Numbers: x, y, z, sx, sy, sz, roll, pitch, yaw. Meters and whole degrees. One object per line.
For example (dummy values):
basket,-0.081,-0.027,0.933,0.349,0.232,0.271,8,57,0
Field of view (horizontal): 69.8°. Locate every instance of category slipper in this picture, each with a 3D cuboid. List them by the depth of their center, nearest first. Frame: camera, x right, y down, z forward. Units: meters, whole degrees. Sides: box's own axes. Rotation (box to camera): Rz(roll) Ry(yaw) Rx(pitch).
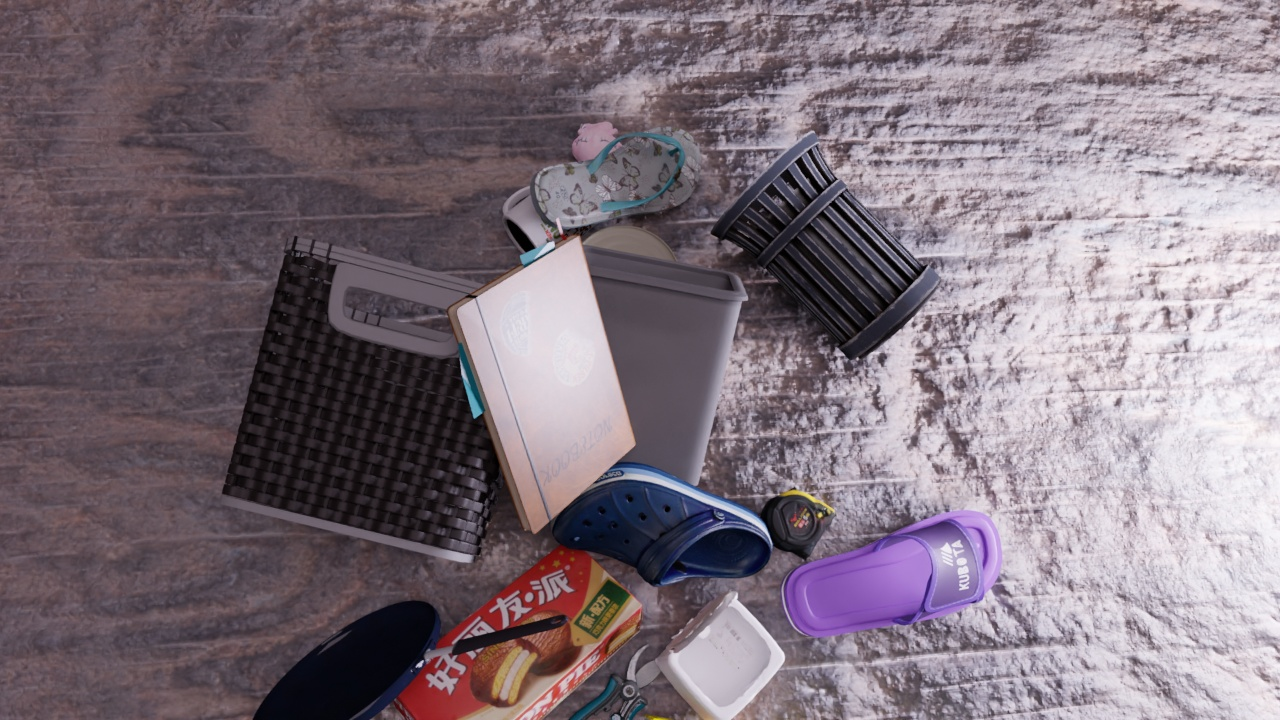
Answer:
slipper,0.031,0.183,0.957,0.252,0.105,0.095,16,33,-20
slipper,0.292,0.237,1.011,0.266,0.084,0.107,-13,76,-10
slipper,-0.008,-0.213,1.070,0.268,0.055,0.098,-29,97,-38

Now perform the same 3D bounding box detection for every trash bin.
trash bin,-0.006,0.006,0.980,0.192,0.097,0.220,10,110,-4
trash bin,0.220,-0.125,1.069,0.164,0.164,0.227,-43,87,-16

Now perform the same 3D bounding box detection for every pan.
pan,-0.211,0.277,0.843,0.357,0.198,0.021,-21,107,25

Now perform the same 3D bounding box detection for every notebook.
notebook,-0.089,0.019,0.845,0.177,0.014,0.249,-38,124,-40

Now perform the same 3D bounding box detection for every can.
can,-0.021,-0.084,1.070,0.127,0.073,0.127,2,74,-6

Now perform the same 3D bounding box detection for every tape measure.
tape measure,0.174,0.182,1.036,0.072,0.042,0.071,36,74,0

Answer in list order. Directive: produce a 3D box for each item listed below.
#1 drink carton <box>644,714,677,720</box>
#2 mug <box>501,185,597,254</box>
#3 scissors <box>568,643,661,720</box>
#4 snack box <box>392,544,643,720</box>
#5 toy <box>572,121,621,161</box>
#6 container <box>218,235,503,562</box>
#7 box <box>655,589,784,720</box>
drink carton,0.071,0.400,0.953,0.134,0.059,0.043,12,72,-4
mug,-0.115,-0.174,1.091,0.089,0.073,0.105,-40,57,-15
scissors,-0.034,0.374,0.969,0.124,0.019,0.156,3,72,-8
snack box,-0.119,0.292,0.913,0.235,0.060,0.113,-34,57,-29
toy,-0.051,-0.246,1.127,0.063,0.047,0.110,-5,78,1
container,-0.245,0.056,0.920,0.247,0.246,0.243,14,76,-3
box,0.084,0.292,0.941,0.108,0.137,0.128,-39,83,-23
